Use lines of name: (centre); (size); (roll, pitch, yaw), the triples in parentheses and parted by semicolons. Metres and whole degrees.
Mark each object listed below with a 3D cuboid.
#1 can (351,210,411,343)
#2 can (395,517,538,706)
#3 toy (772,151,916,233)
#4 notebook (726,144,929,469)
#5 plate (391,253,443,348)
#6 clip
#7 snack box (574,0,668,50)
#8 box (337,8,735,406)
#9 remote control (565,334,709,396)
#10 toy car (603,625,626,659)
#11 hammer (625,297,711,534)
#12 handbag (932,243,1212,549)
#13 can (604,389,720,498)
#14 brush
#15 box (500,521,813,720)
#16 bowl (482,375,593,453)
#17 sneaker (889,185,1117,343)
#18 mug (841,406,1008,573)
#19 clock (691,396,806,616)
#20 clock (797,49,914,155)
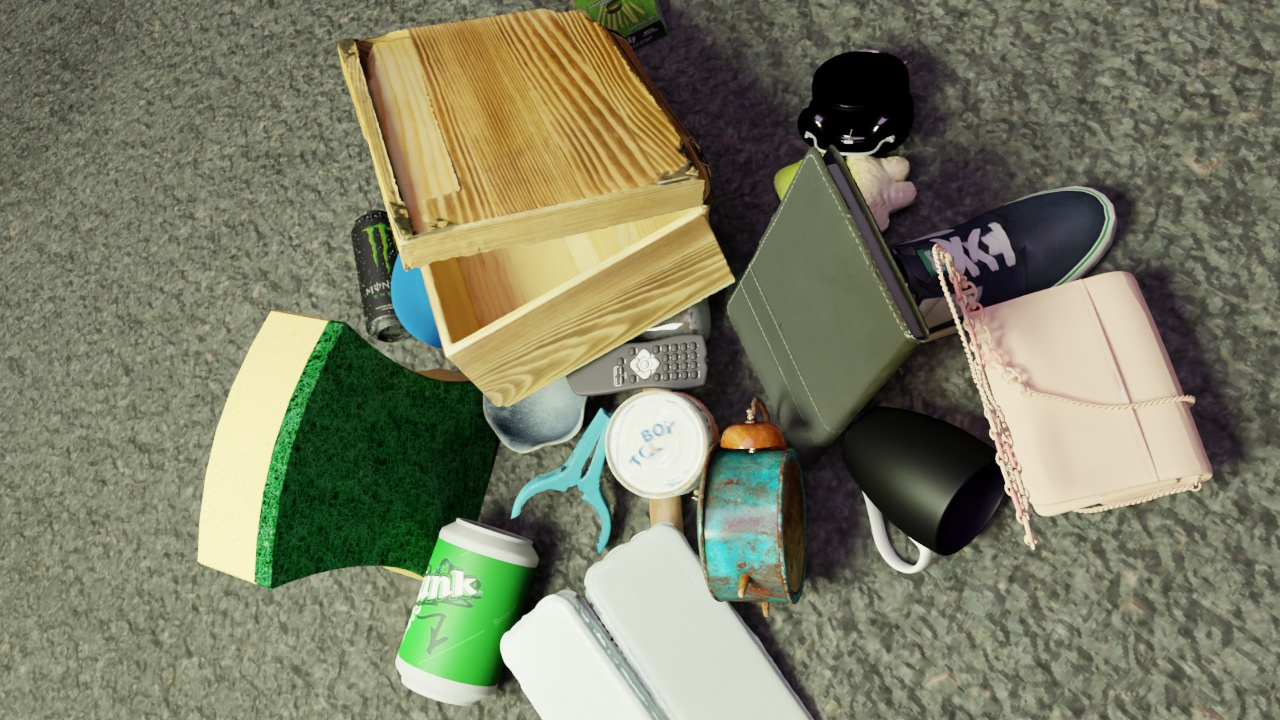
can: (-0.264, -0.086, 0.944); (0.054, 0.054, 0.137); (-23, 66, 16)
can: (-0.146, 0.211, 0.779); (0.088, 0.087, 0.139); (13, 80, 27)
toy: (0.171, -0.138, 0.772); (0.115, 0.046, 0.092); (-12, 67, 12)
notebook: (0.128, -0.034, 0.683); (0.029, 0.210, 0.169); (-10, 64, -21)
plate: (-0.137, -0.099, 0.892); (0.225, 0.024, 0.223); (-11, 55, 15)
clip: (-0.047, 0.115, 0.777); (0.121, 0.033, 0.119); (-33, 96, 2)
snack box: (-0.028, -0.384, 0.948); (0.080, 0.025, 0.147); (-21, 67, 17)
box: (-0.085, -0.166, 0.761); (0.259, 0.221, 0.279); (-28, 51, 3)
remote control: (-0.005, 0.005, 0.766); (0.124, 0.009, 0.046); (-5, 79, 16)
toy car: (-0.030, 0.267, 0.743); (0.049, 0.030, 0.107); (11, 82, 28)
hammer: (0.019, 0.084, 0.774); (0.098, 0.052, 0.328); (-9, 74, 21)
handbag: (0.287, 0.016, 0.591); (0.117, 0.187, 0.198); (-19, 63, 24)
can: (0.017, 0.066, 0.728); (0.086, 0.043, 0.086); (-2, 85, 18)
brush: (-0.226, 0.084, 0.763); (0.075, 0.250, 0.195); (10, 82, 26)
box: (0.009, 0.249, 0.688); (0.186, 0.084, 0.210); (-37, 76, 6)
bowl: (-0.083, 0.032, 0.825); (0.110, 0.055, 0.110); (-6, 73, 21)
sneaker: (0.244, -0.070, 0.699); (0.236, 0.079, 0.084); (-25, 65, 15)
mug: (0.198, 0.095, 0.676); (0.100, 0.084, 0.119); (37, 121, 41)
clock: (0.082, 0.106, 0.695); (0.073, 0.121, 0.157); (-2, 67, 19)
clock: (0.182, -0.211, 0.767); (0.091, 0.043, 0.120); (9, 55, 20)
